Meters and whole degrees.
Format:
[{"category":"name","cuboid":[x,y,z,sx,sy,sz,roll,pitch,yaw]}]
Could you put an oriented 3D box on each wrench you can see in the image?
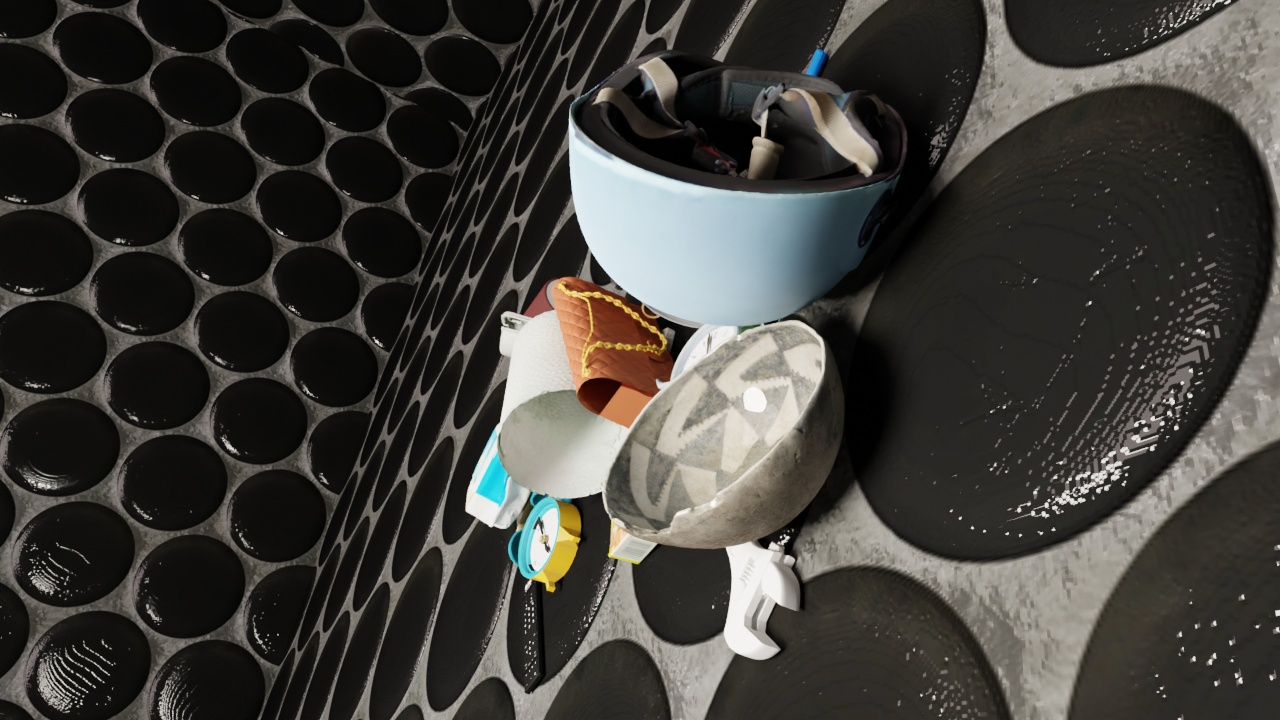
[{"category":"wrench","cuboid":[0.064,0.106,0.674,0.066,0.018,0.273,-59,21,21]}]

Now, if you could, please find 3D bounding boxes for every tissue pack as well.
[{"category":"tissue pack","cuboid":[-0.152,0.124,1.065,0.117,0.066,0.209,-63,9,-3]}]

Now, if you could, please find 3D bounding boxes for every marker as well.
[{"category":"marker","cuboid":[0.138,-0.216,0.837,0.142,0.013,0.013,-67,21,0]}]

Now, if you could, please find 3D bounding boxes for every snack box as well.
[{"category":"snack box","cuboid":[0.014,0.114,0.740,0.148,0.029,0.040,124,158,-46]}]

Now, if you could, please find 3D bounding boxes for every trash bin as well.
[{"category":"trash bin","cuboid":[-0.075,0.034,0.918,0.133,0.133,0.161,-56,24,27]}]

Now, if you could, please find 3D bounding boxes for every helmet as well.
[{"category":"helmet","cuboid":[0.061,-0.111,0.633,0.264,0.226,0.167,-44,-33,-57]}]

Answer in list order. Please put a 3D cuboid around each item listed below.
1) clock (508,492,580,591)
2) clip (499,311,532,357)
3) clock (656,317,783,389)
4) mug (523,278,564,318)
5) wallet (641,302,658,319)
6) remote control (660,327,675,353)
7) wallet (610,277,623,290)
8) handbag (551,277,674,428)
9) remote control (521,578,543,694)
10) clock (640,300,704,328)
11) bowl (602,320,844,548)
[{"category":"clock","cuboid":[-0.100,0.182,0.959,0.099,0.043,0.129,-64,28,7]},{"category":"clip","cuboid":[-0.097,-0.007,1.055,0.144,0.125,0.075,99,-171,-66]},{"category":"clock","cuboid":[0.068,0.002,0.723,0.119,0.042,0.094,-48,25,20]},{"category":"mug","cuboid":[-0.111,-0.041,1.170,0.083,0.073,0.105,-48,24,40]},{"category":"wallet","cuboid":[0.020,-0.105,0.941,0.115,0.026,0.089,99,178,-60]},{"category":"remote control","cuboid":[-0.006,0.006,0.955,0.136,0.011,0.050,-26,45,60]},{"category":"wallet","cuboid":[-0.002,-0.150,1.090,0.100,0.031,0.119,-52,23,28]},{"category":"handbag","cuboid":[-0.021,-0.011,0.847,0.060,0.108,0.171,-53,30,22]},{"category":"remote control","cuboid":[-0.110,0.272,0.930,0.030,0.009,0.140,-57,23,23]},{"category":"clock","cuboid":[0.037,-0.069,0.811,0.148,0.104,0.056,-39,23,60]},{"category":"bowl","cuboid":[0.067,0.061,0.605,0.179,0.081,0.178,-35,23,17]}]
